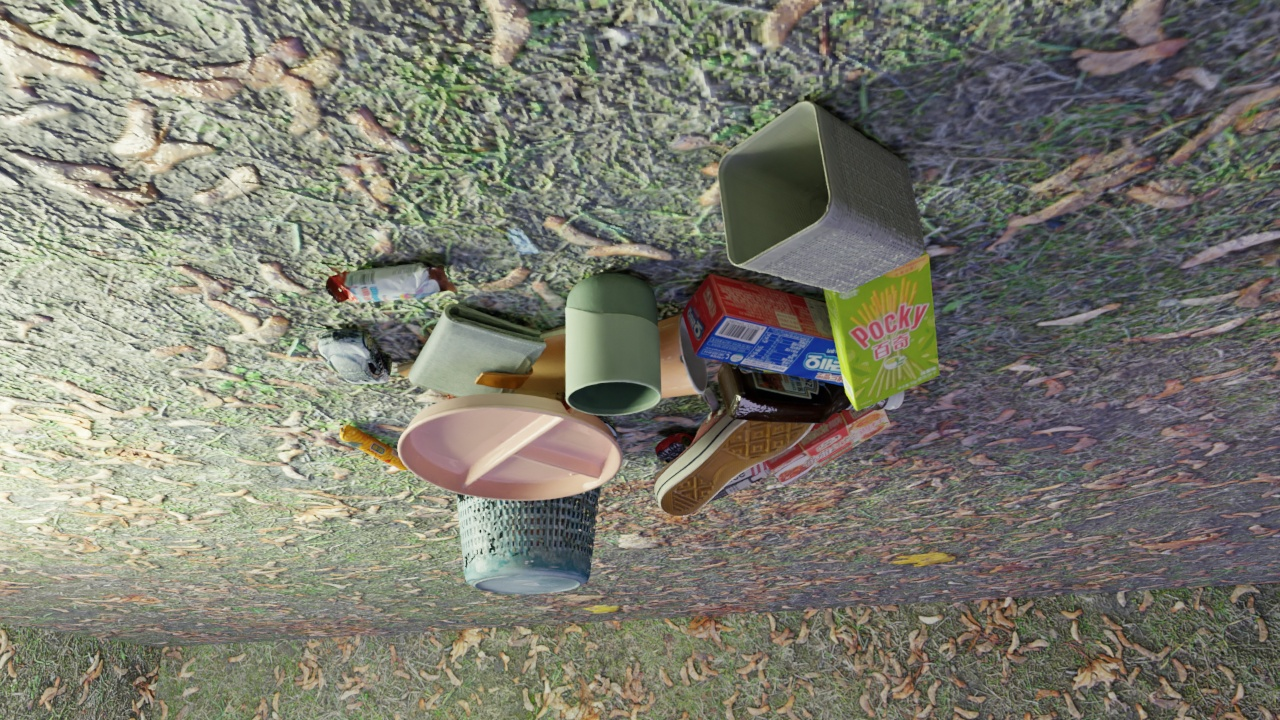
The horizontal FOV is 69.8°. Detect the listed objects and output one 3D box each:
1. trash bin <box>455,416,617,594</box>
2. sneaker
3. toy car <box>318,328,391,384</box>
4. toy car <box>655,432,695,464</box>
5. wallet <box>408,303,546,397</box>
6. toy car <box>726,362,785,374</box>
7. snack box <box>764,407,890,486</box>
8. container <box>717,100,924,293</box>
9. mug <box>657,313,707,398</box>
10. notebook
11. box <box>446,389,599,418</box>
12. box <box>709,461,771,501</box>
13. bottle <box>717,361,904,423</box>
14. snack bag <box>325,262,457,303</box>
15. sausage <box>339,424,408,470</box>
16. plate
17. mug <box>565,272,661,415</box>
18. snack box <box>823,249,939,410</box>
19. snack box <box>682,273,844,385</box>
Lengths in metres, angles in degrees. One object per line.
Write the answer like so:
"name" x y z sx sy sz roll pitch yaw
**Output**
"trash bin" -0.140 0.182 1.141 0.226 0.194 0.227 -1 157 -1
"sneaker" 0.104 0.082 1.066 0.118 0.087 0.242 31 118 -35
"toy car" -0.283 -0.001 0.911 0.049 0.031 0.106 -4 156 2
"toy car" 0.066 0.118 1.209 0.106 0.031 0.049 16 138 -44
"wallet" -0.159 0.002 0.893 0.106 0.036 0.130 19 143 -20
"toy car" 0.130 -0.011 0.903 0.105 0.048 0.032 3 128 -12
"snack box" 0.226 0.096 1.110 0.153 0.025 0.075 -32 149 8
"container" 0.127 -0.104 0.632 0.114 0.090 0.090 13 153 -38
"mug" -0.005 0.005 0.881 0.123 0.078 0.078 -13 155 19
"notebook" -0.127 0.012 0.980 0.212 0.012 0.149 -11 156 21
"box" -0.132 0.069 1.017 0.168 0.078 0.091 5 150 -10
"box" 0.123 0.121 1.178 0.162 0.075 0.087 -27 121 18
"bottle" 0.181 0.030 0.959 0.194 0.079 0.044 3 134 -15
"snack bag" -0.211 -0.065 0.773 0.105 0.026 0.045 -6 153 4
"sausage" -0.340 0.114 1.185 0.021 0.021 0.165 -9 156 15
"plate" -0.133 0.091 0.949 0.229 0.028 0.230 0 150 0
"mug" -0.032 -0.010 0.811 0.082 0.106 0.112 11 153 -30
"snack box" 0.213 -0.027 0.803 0.086 0.026 0.156 -23 134 0
"snack box" 0.142 -0.022 0.843 0.207 0.058 0.057 11 133 -27
